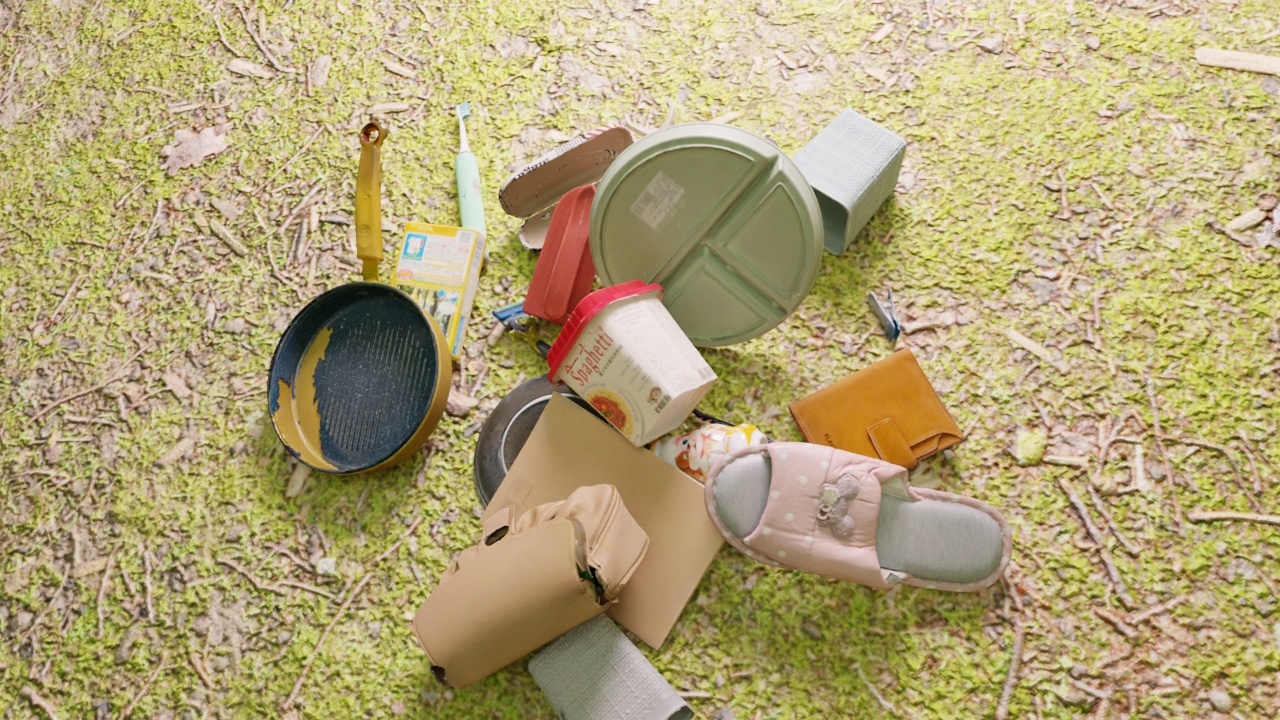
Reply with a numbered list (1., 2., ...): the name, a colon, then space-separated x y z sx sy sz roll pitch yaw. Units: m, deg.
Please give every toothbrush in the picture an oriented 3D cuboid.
1. toothbrush: 0.079 0.064 0.893 0.189 0.014 0.017 21 80 20
2. toothbrush: -0.197 -0.205 1.050 0.027 0.026 0.224 -21 63 21

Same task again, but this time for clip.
1. clip: 0.012 -0.251 1.028 0.098 0.035 0.099 3 57 15
2. clip: 0.245 -0.047 0.918 0.028 0.024 0.057 -12 62 -1

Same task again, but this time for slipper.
1. slipper: 0.190 0.140 0.794 0.274 0.054 0.114 14 88 0

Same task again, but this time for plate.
1. plate: 0.059 -0.111 0.880 0.230 0.230 0.027 5 28 10
2. plate: -0.080 0.089 0.904 0.179 0.024 0.179 -3 65 7

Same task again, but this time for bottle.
1. bottle: 0.064 0.091 0.862 0.108 0.063 0.063 -2 65 23

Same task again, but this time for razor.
1. razor: -0.097 -0.012 0.947 0.042 0.022 0.143 -26 54 -34

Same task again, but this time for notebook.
1. notebook: -0.033 0.145 0.852 0.211 0.012 0.149 31 92 16

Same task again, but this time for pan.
1. pan: -0.280 -0.063 0.930 0.198 0.078 0.357 3 78 17

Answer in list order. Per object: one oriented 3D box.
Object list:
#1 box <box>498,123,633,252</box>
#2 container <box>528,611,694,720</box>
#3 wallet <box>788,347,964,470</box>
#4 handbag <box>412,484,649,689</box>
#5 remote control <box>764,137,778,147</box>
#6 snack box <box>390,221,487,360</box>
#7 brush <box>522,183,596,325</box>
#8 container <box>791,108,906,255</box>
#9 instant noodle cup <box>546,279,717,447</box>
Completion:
1. box: -0.070 -0.188 0.992 0.162 0.085 0.075 -29 40 -1
2. container: -0.027 0.281 0.778 0.090 0.090 0.114 -39 63 -10
3. wallet: 0.225 0.065 0.870 0.130 0.035 0.119 -26 62 -1
4. handbag: -0.098 0.184 0.779 0.205 0.147 0.100 -32 102 10
5. remote control: 0.087 -0.212 1.012 0.136 0.024 0.053 -12 61 6
6. snack box: -0.221 -0.075 0.976 0.087 0.034 0.140 8 78 15
7. brush: -0.071 -0.110 0.941 0.063 0.069 0.145 17 88 -6
8. container: 0.209 -0.189 0.952 0.090 0.090 0.111 37 73 21
9. instant noodle cup: -0.005 0.005 0.859 0.124 0.117 0.116 47 37 18
